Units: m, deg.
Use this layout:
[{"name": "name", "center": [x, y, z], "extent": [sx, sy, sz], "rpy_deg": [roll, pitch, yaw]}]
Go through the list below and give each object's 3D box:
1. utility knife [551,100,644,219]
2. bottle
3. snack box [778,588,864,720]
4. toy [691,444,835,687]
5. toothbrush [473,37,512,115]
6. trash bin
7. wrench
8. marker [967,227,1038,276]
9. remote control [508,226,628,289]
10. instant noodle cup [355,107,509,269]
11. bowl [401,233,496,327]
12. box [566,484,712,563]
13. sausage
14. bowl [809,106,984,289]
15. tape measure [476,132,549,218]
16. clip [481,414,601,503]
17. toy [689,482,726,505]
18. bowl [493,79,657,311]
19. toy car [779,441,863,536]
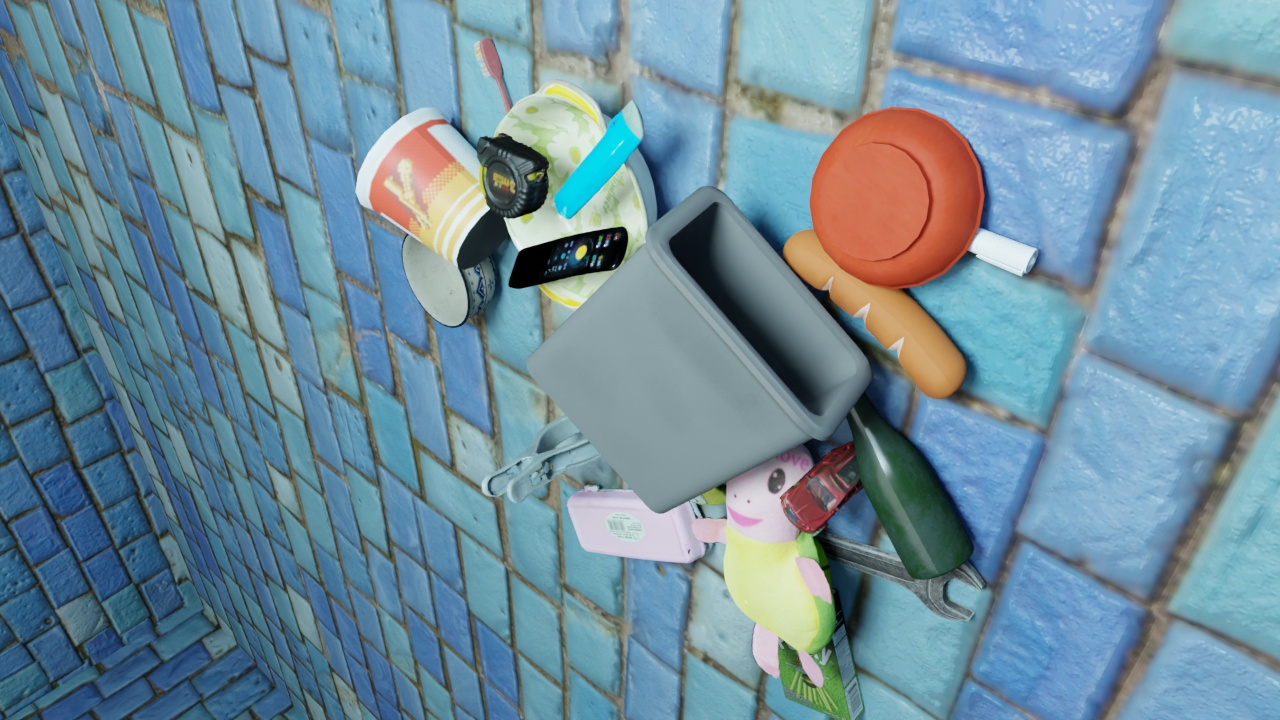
[{"name": "utility knife", "center": [-0.036, -0.155, 0.737], "extent": [0.031, 0.015, 0.159], "rpy_deg": [59, 143, 1]}, {"name": "bottle", "center": [0.196, 0.084, 0.722], "extent": [0.055, 0.055, 0.174], "rpy_deg": [-29, 89, 52]}, {"name": "snack box", "center": [0.169, 0.285, 0.913], "extent": [0.080, 0.025, 0.148], "rpy_deg": [6, 120, 45]}, {"name": "toy", "center": [0.121, 0.182, 0.823], "extent": [0.190, 0.087, 0.238], "rpy_deg": [12, 116, 61]}, {"name": "toothbrush", "center": [-0.121, -0.216, 0.884], "extent": [0.016, 0.015, 0.184], "rpy_deg": [5, 120, 49]}, {"name": "trash bin", "center": [0.036, 0.004, 0.732], "extent": [0.192, 0.097, 0.220], "rpy_deg": [49, 141, -3]}, {"name": "wrench", "center": [0.180, 0.172, 0.835], "extent": [0.274, 0.010, 0.070], "rpy_deg": [12, 124, 43]}, {"name": "marker", "center": [0.201, -0.090, 0.620], "extent": [0.133, 0.020, 0.017], "rpy_deg": [29, 171, 31]}, {"name": "remote control", "center": [-0.065, -0.087, 0.802], "extent": [0.020, 0.041, 0.152], "rpy_deg": [29, 159, -36]}, {"name": "instant noodle cup", "center": [-0.196, -0.166, 0.923], "extent": [0.121, 0.123, 0.124], "rpy_deg": [41, 140, 8]}, {"name": "bowl", "center": [-0.206, -0.101, 1.019], "extent": [0.115, 0.059, 0.116], "rpy_deg": [27, 133, 33]}, {"name": "box", "center": [-0.005, 0.178, 1.021], "extent": [0.203, 0.044, 0.086], "rpy_deg": [-9, 104, 50]}, {"name": "sausage", "center": [0.171, -0.039, 0.669], "extent": [0.164, 0.039, 0.044], "rpy_deg": [45, 100, 16]}, {"name": "bowl", "center": [0.162, -0.106, 0.612], "extent": [0.122, 0.035, 0.122], "rpy_deg": [11, 108, 37]}, {"name": "tape measure", "center": [-0.109, -0.157, 0.798], "extent": [0.067, 0.038, 0.063], "rpy_deg": [29, 126, 27]}, {"name": "clip", "center": [-0.066, 0.094, 0.929], "extent": [0.143, 0.171, 0.029], "rpy_deg": [-6, 112, 39]}, {"name": "toy", "center": [0.038, 0.109, 0.908], "extent": [0.092, 0.046, 0.115], "rpy_deg": [39, 164, -27]}, {"name": "bowl", "center": [-0.049, -0.149, 0.817], "extent": [0.188, 0.060, 0.220], "rpy_deg": [34, 138, 26]}, {"name": "toy car", "center": [0.154, 0.104, 0.749], "extent": [0.042, 0.091, 0.036], "rpy_deg": [48, 155, 11]}]
